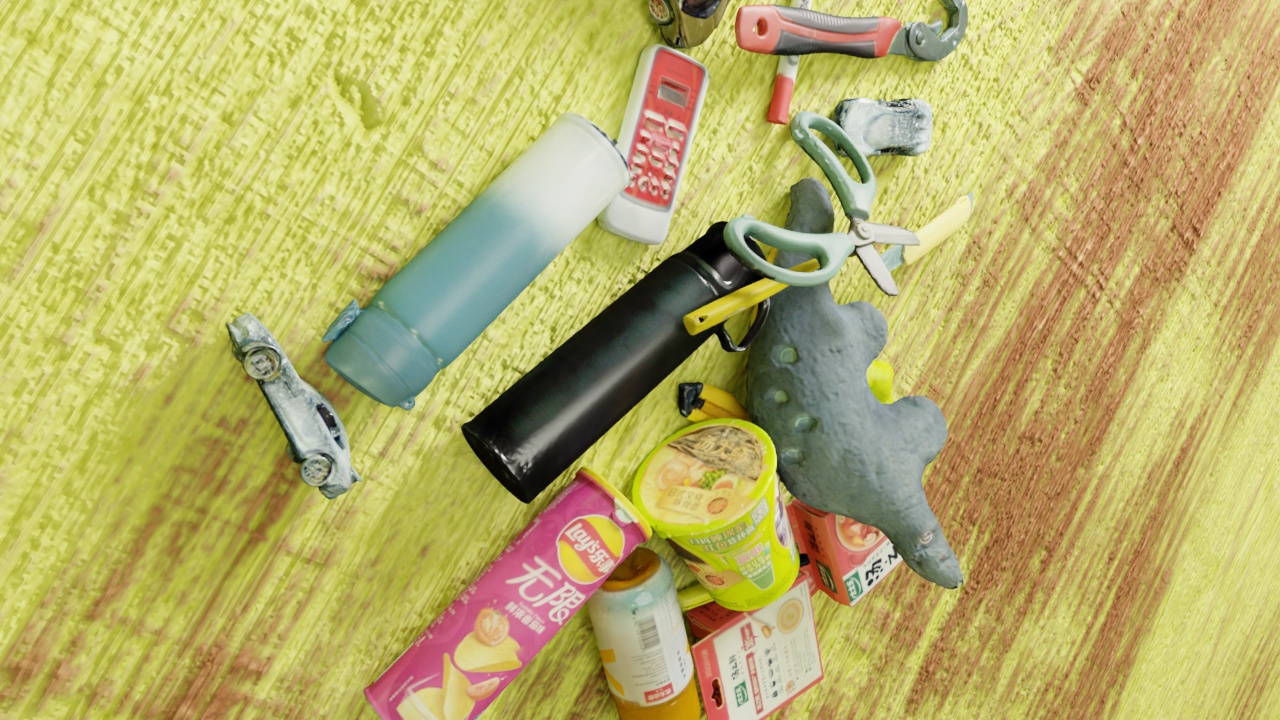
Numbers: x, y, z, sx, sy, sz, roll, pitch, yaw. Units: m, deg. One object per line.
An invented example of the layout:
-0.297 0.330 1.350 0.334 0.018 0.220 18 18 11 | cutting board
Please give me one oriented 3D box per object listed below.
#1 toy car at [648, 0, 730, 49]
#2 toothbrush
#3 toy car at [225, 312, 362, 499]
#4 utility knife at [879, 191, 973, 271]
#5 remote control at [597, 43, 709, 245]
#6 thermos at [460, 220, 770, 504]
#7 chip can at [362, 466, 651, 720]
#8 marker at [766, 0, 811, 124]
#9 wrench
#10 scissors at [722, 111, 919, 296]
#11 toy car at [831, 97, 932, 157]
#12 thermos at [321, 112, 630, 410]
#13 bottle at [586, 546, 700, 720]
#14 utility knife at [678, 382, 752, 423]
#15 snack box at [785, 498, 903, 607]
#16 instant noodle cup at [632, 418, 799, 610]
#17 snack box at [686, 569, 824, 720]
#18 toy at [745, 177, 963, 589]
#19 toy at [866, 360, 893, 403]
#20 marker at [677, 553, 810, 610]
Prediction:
0.030 -0.283 0.606 0.070 0.042 0.158 -45 140 -25 | toy car
0.106 -0.060 0.662 0.189 0.017 0.015 -26 90 -32 | toothbrush
-0.202 0.026 0.537 0.036 0.054 0.121 -31 115 -20 | toy car
0.246 -0.106 0.784 0.203 0.021 0.031 -35 123 -47 | utility knife
0.010 -0.152 0.652 0.055 0.020 0.136 14 93 -35 | remote control
-0.004 0.004 0.644 0.242 0.068 0.090 -40 100 -19 | thermos
-0.088 0.172 0.632 0.210 0.071 0.071 -45 120 -16 | chip can
0.119 -0.254 0.701 0.017 0.017 0.145 7 97 -34 | marker
0.174 -0.260 0.721 0.272 0.016 0.056 -17 112 -35 | wrench
0.124 -0.115 0.678 0.169 0.019 0.171 -10 68 -29 | scissors
0.203 -0.193 0.760 0.105 0.031 0.049 -9 105 -30 | toy car
-0.101 -0.063 0.575 0.220 0.070 0.070 -47 121 -15 | thermos
0.007 0.237 0.709 0.067 0.068 0.190 -23 112 -27 | bottle
0.110 0.063 0.767 0.216 0.015 0.033 26 88 -35 | utility knife
0.187 0.150 0.813 0.127 0.044 0.113 -35 122 -22 | snack box
0.068 0.127 0.706 0.111 0.112 0.123 -41 126 -19 | instant noodle cup
0.090 0.248 0.779 0.126 0.044 0.113 -23 113 -28 | snack box
0.157 0.039 0.726 0.137 0.091 0.356 -26 95 -17 | toy
0.180 0.035 0.795 0.096 0.031 0.100 30 78 -24 | toy
0.087 0.183 0.765 0.124 0.018 0.015 -14 107 -18 | marker
